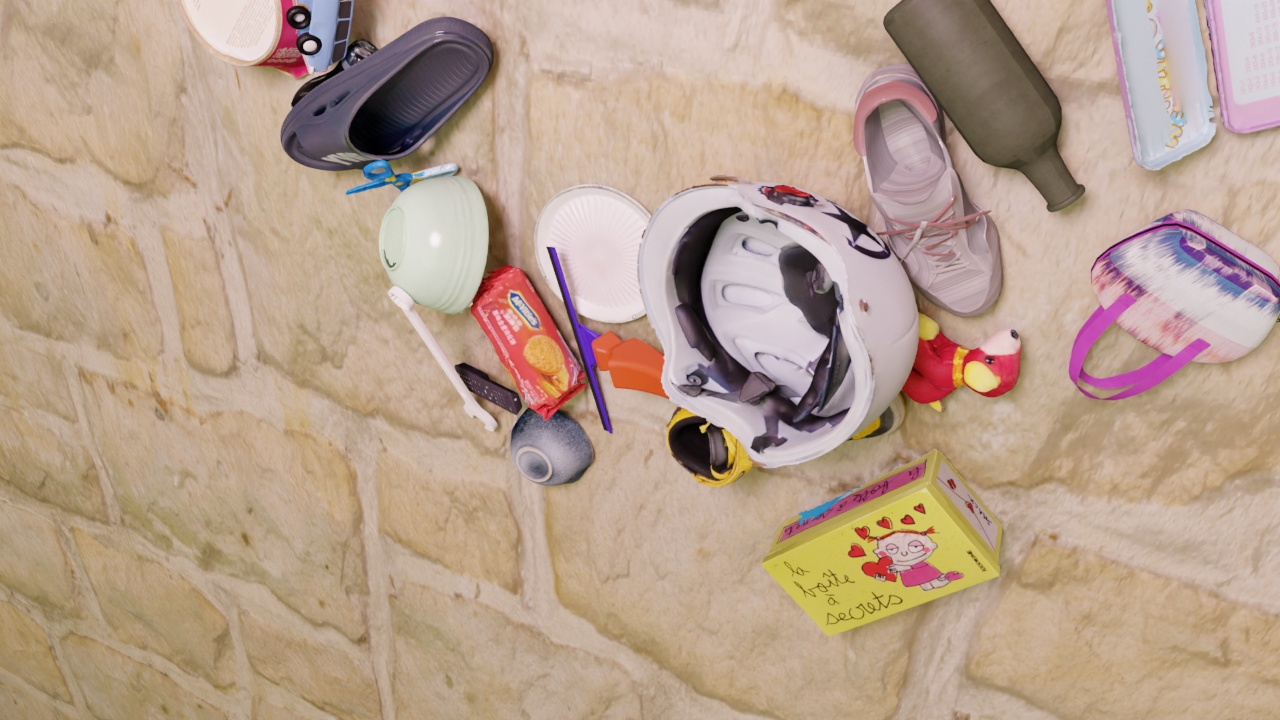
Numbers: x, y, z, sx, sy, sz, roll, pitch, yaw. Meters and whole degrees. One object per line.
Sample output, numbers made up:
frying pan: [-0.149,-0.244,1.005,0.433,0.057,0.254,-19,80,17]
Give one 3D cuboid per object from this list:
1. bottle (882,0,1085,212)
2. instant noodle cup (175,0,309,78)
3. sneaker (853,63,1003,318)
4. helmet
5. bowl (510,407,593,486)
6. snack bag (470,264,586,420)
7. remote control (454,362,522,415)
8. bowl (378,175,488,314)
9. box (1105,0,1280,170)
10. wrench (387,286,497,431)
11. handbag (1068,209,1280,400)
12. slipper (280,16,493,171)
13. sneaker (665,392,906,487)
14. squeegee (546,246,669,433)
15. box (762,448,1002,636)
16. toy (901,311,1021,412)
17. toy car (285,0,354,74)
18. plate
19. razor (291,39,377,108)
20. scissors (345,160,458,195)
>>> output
bottle: [0.278,-0.207,0.721,0.072,0.071,0.207,-33,100,36]
instant noodle cup: [-0.407,-0.383,0.953,0.179,0.077,0.179,12,122,20]
sneaker: [0.239,-0.128,0.775,0.099,0.089,0.236,-18,109,33]
helmet: [0.131,-0.051,0.826,0.264,0.163,0.237,43,134,27]
bowl: [-0.117,0.113,1.117,0.110,0.055,0.110,12,122,20]
snack bag: [-0.128,-0.024,1.029,0.082,0.082,0.176,-19,109,33]
remote control: [-0.180,0.032,1.086,0.136,0.015,0.032,20,132,49]
bowl: [-0.228,-0.125,0.972,0.151,0.076,0.151,-3,87,53]
box: [0.400,-0.256,0.644,0.149,0.051,0.214,-18,110,10]
wrench: [-0.225,0.005,1.059,0.047,0.009,0.274,26,155,29]
handbag: [0.428,-0.030,0.763,0.144,0.067,0.170,34,134,6]
slipper: [-0.255,-0.244,0.933,0.269,0.110,0.083,-23,63,29]
sneaker: [0.135,0.065,0.921,0.239,0.121,0.086,-1,119,28]
squeegee: [-0.006,0.006,0.965,0.185,0.055,0.250,30,144,48]
box: [0.251,0.198,0.968,0.222,0.081,0.124,-34,100,35]
toy: [0.279,0.005,0.854,0.137,0.067,0.106,11,132,30]
toy car: [-0.305,-0.352,0.884,0.056,0.054,0.154,63,145,27]
plate: [-0.041,-0.113,0.970,0.157,0.014,0.157,12,123,20]
razor: [-0.324,-0.298,0.983,0.141,0.053,0.063,-9,77,36]
scissors: [-0.256,-0.196,0.983,0.130,0.125,0.014,-9,86,-6]
